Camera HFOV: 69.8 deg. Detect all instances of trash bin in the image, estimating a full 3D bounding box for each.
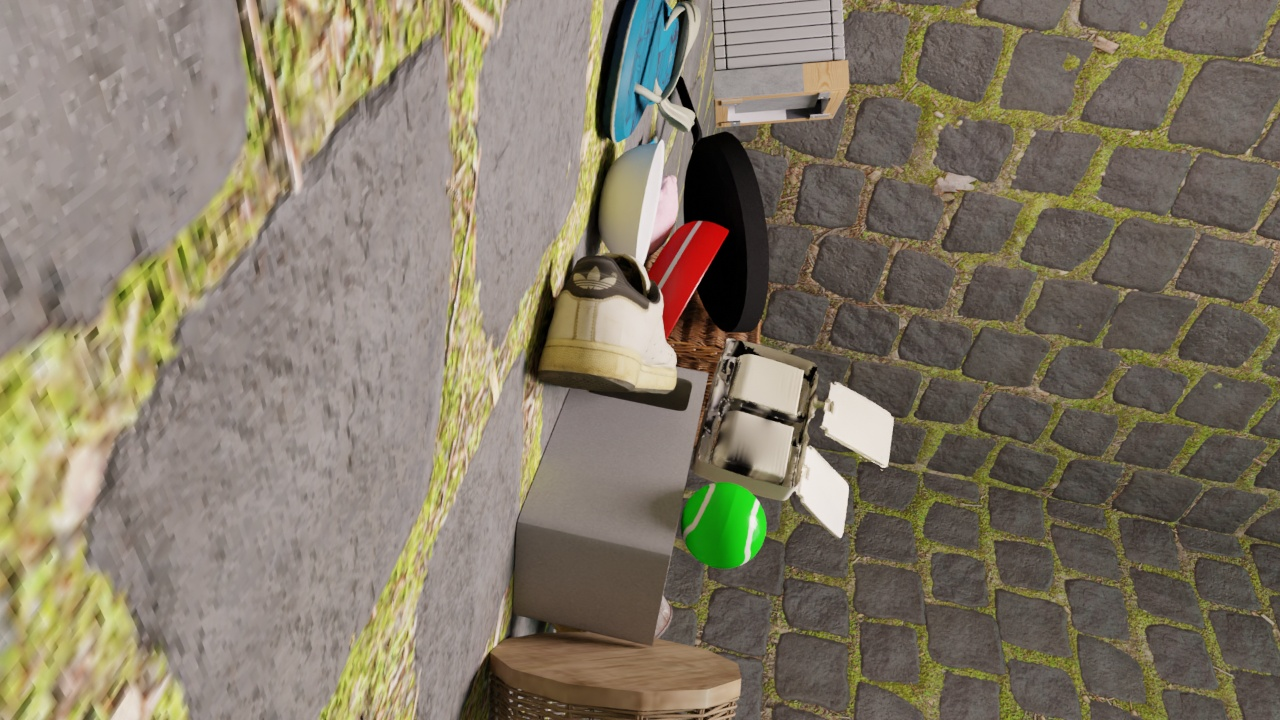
[{"bbox_3d":[-0.020,0.108,0.788,0.228,0.114,0.115,-73,173,-52],"label":"trash bin"},{"bbox_3d":[0.149,-0.408,1.043,0.142,0.142,0.247,-25,112,-84],"label":"trash bin"}]

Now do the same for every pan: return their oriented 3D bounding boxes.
[{"bbox_3d":[0.077,-0.197,1.065,0.226,0.034,0.355,101,-23,-60],"label":"pan"},{"bbox_3d":[-0.006,0.005,0.982,0.357,0.067,0.208,-60,179,32],"label":"pan"}]

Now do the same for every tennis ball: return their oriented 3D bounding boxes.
[{"bbox_3d":[0.063,0.126,0.702,0.065,0.065,0.065,14,88,-85],"label":"tennis ball"}]

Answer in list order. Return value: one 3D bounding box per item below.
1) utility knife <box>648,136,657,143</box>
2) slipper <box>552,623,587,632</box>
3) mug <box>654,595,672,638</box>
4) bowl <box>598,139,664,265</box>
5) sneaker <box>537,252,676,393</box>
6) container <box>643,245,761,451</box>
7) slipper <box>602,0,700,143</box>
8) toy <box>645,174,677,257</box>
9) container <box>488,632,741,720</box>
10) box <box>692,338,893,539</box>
[{"bbox_3d":[-0.008,-0.170,0.872,0.195,0.015,0.031,-69,167,-56],"label":"utility knife"},{"bbox_3d":[-0.055,0.238,0.913,0.111,0.079,0.262,60,-16,17],"label":"slipper"},{"bbox_3d":[-0.038,0.284,1.101,0.110,0.123,0.096,64,15,-15],"label":"mug"},{"bbox_3d":[-0.012,-0.130,0.759,0.110,0.040,0.110,14,88,-85],"label":"bowl"},{"bbox_3d":[-0.021,-0.027,0.701,0.241,0.089,0.102,16,77,-81],"label":"sneaker"},{"bbox_3d":[0.065,-0.013,1.208,0.249,0.162,0.183,-75,174,-56],"label":"container"},{"bbox_3d":[0.022,-0.251,0.770,0.294,0.060,0.118,-67,165,-68],"label":"slipper"},{"bbox_3d":[0.009,-0.141,0.910,0.102,0.050,0.093,-49,163,-74],"label":"toy"},{"bbox_3d":[-0.025,0.319,0.676,0.227,0.227,0.196,61,34,-83],"label":"container"},{"bbox_3d":[0.139,0.071,0.848,0.066,0.185,0.145,-42,-158,51],"label":"box"}]
